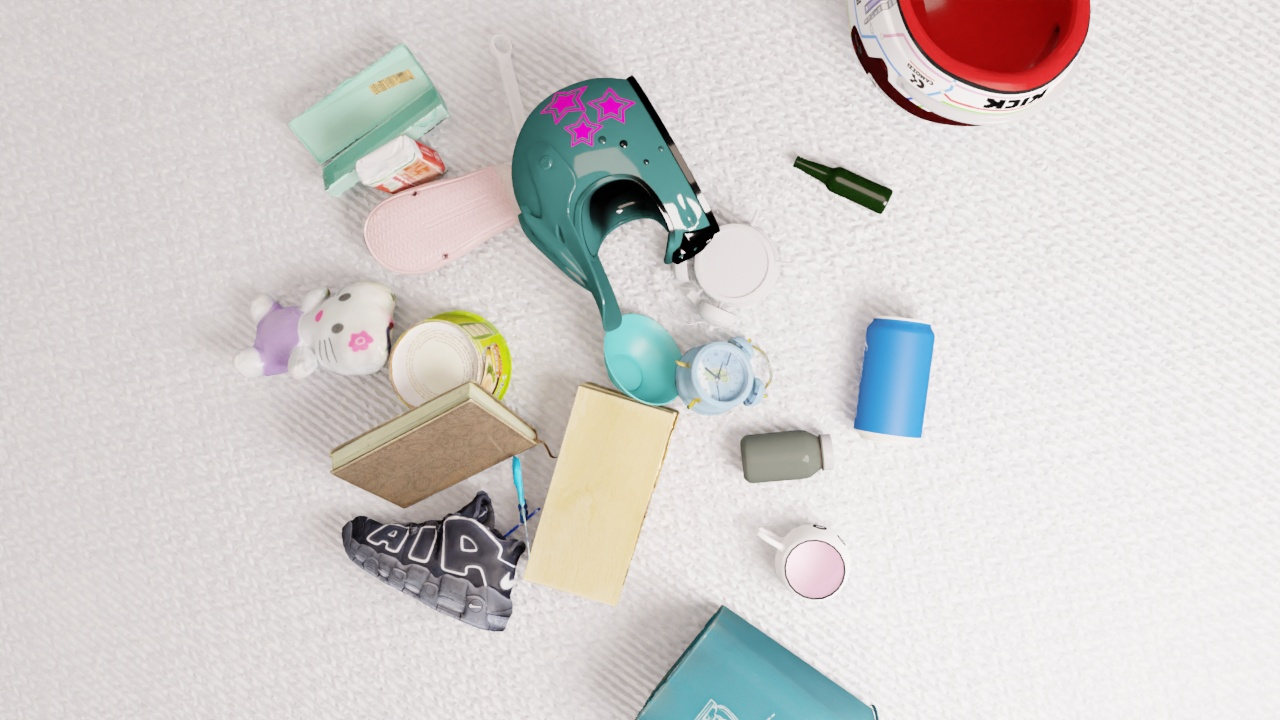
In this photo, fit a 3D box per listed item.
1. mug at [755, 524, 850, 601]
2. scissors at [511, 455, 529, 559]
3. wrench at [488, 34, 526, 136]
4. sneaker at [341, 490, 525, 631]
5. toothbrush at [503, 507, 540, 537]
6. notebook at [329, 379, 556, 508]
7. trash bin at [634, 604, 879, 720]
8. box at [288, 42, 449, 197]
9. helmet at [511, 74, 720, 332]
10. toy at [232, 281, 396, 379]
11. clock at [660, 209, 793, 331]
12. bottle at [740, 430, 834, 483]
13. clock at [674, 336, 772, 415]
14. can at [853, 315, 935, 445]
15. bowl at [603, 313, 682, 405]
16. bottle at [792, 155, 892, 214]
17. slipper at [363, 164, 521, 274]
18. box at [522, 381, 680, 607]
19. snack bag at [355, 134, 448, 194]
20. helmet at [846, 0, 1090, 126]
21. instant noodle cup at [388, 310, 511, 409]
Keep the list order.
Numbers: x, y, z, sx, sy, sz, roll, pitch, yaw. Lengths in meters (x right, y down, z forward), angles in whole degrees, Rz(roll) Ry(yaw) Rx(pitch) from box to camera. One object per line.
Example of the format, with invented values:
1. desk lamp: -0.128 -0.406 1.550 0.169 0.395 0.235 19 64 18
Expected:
1. mug: 0.193 0.235 1.107 0.124 0.076 0.090 30 94 5
2. scissors: -0.143 0.184 1.126 0.014 0.127 0.127 -9 63 -10
3. wrench: -0.147 -0.282 1.162 0.047 0.009 0.273 -13 87 -38
4. sneaker: -0.251 0.222 1.150 0.253 0.097 0.150 23 78 16
5. toothbrush: -0.203 0.248 1.186 0.187 0.016 0.011 -41 84 4
6. notebook: -0.238 0.117 1.132 0.216 0.190 0.034 -27 52 15
7. trash bin: 0.130 0.422 1.068 0.218 0.199 0.196 38 94 11
8. box: -0.343 -0.303 1.160 0.187 0.078 0.112 -32 110 5
9. helmet: -0.044 -0.187 1.074 0.200 0.176 0.274 -30 79 4
10. toy: -0.403 -0.029 1.162 0.209 0.085 0.137 -6 56 13
11. clock: 0.099 -0.106 1.126 0.159 0.061 0.120 -33 87 11
12. bottle: 0.178 0.116 1.116 0.108 0.060 0.060 -6 90 7
13. clock: 0.103 0.018 1.118 0.124 0.052 0.088 -11 83 -21
14. can: 0.301 0.024 1.090 0.079 0.079 0.146 7 92 6
15. bowl: -0.007 0.007 1.130 0.046 0.120 0.121 -34 86 46
16. bottle: 0.244 -0.218 1.117 0.123 0.033 0.033 26 93 6
17. slipper: -0.240 -0.178 1.163 0.221 0.056 0.107 -23 89 -4
18. box: -0.049 0.163 1.131 0.128 0.092 0.249 18 94 9
19. snack bag: -0.294 -0.239 1.139 0.077 0.116 0.036 -28 88 9
20. helmet: 0.346 -0.383 1.000 0.231 0.236 0.314 -11 82 3
21. instant noodle cup: -0.241 0.010 1.144 0.146 0.098 0.146 0 91 6
